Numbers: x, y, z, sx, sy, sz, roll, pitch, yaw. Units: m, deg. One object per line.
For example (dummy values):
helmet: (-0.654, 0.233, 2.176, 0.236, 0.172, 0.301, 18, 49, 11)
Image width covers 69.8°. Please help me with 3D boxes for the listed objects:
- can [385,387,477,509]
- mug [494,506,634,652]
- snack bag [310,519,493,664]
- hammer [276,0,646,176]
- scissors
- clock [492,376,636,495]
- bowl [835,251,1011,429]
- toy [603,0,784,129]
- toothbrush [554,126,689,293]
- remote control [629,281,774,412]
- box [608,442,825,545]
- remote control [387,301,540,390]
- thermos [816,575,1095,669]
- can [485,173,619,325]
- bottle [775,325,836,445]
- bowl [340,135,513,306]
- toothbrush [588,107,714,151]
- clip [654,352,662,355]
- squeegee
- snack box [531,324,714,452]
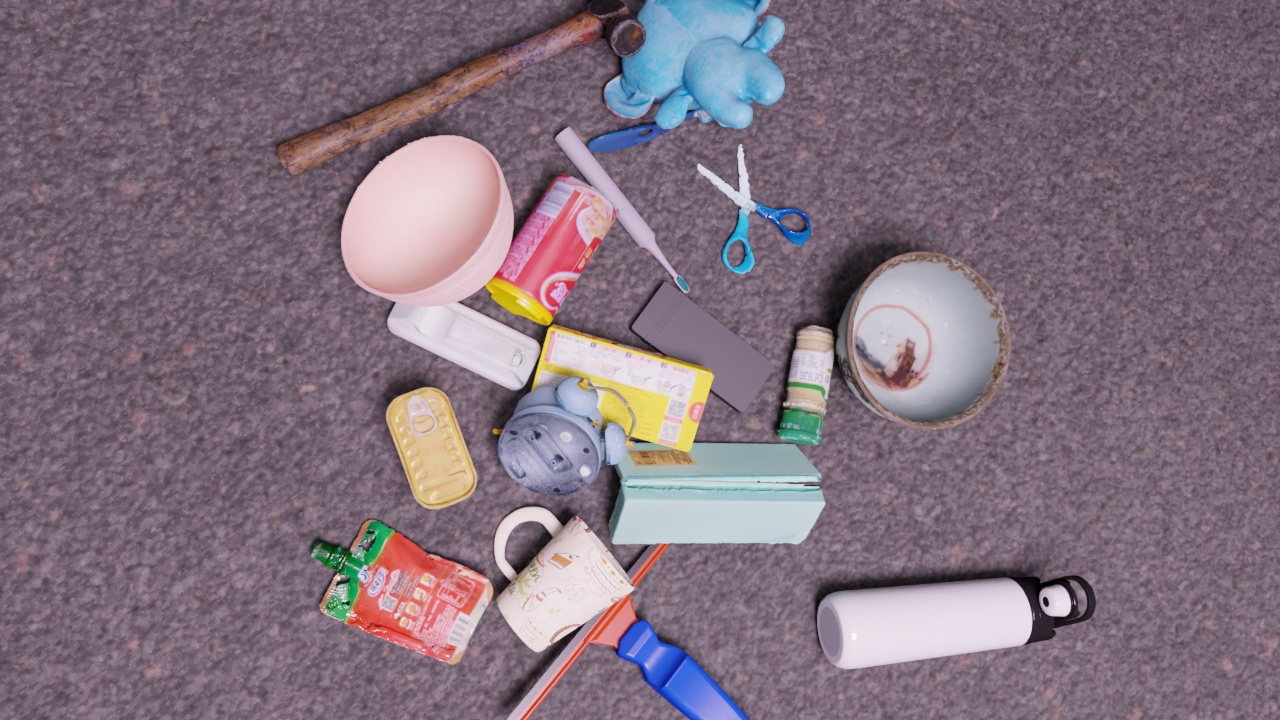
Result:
can: (-0.178, 0.074, 0.782, 0.054, 0.059, 0.100, -20, 90, -13)
mug: (-0.081, 0.181, 0.795, 0.097, 0.081, 0.122, -40, 73, -5)
snack bag: (-0.208, 0.193, 0.780, 0.155, 0.044, 0.087, 26, 75, -4)
hammer: (-0.165, -0.248, 0.813, 0.330, 0.033, 0.120, -26, 47, -5)
scissors: (0.113, -0.148, 0.886, 0.117, 0.014, 0.130, -7, 83, -8)
clock: (-0.063, 0.062, 0.784, 0.125, 0.051, 0.089, -25, 115, 23)
bowl: (0.248, -0.014, 0.858, 0.160, 0.094, 0.160, 1, 85, -11)
toy: (0.065, -0.262, 0.826, 0.183, 0.115, 0.180, -39, 56, 2)
toothbrush: (-0.014, -0.137, 0.853, 0.018, 0.019, 0.188, -39, 94, -14)
remote control: (0.058, -0.012, 0.861, 0.133, 0.013, 0.058, 38, 79, -6)
box: (0.064, 0.109, 0.833, 0.188, 0.077, 0.091, 2, 46, -13)
remote control: (-0.156, -0.021, 0.813, 0.133, 0.022, 0.050, 26, 81, -8)
thermos: (0.287, 0.235, 0.843, 0.229, 0.101, 0.068, -2, 66, -13)
can: (-0.079, -0.098, 0.813, 0.066, 0.067, 0.124, 32, 80, -7)
bottle: (0.157, 0.023, 0.865, 0.042, 0.043, 0.110, 13, 81, -10)
bowl: (-0.169, -0.107, 0.779, 0.153, 0.076, 0.152, -8, 66, 18)
toothbrush: (0.013, -0.218, 0.867, 0.132, 0.021, 0.016, -20, 55, -13)
clip: (-0.004, 0.005, 0.846, 0.060, 0.043, 0.023, -17, 85, 15)
squeegee: (0.033, 0.280, 0.809, 0.185, 0.055, 0.248, 39, 70, 9)
snack box: (-0.018, 0.025, 0.817, 0.152, 0.025, 0.075, 16, 98, -2)
